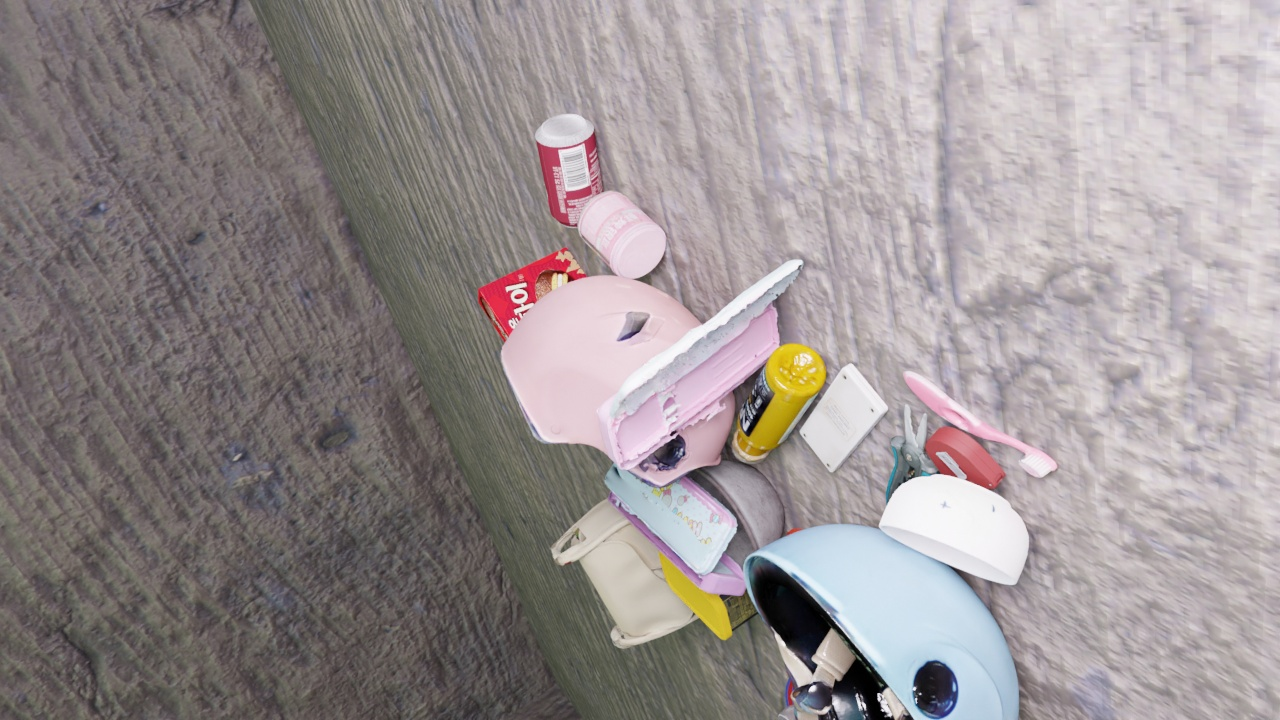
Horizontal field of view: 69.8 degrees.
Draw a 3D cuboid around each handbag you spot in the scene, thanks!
[{"bbox_3d":[0.012,0.289,1.237,0.132,0.183,0.229,26,149,59],"label":"handbag"}]

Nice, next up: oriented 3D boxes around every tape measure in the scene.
[{"bbox_3d":[0.235,0.074,0.681,0.051,0.019,0.059,45,167,-3],"label":"tape measure"}]

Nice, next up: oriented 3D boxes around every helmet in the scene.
[{"bbox_3d":[0.204,0.241,0.774,0.265,0.166,0.226,56,161,-11],"label":"helmet"},{"bbox_3d":[-0.006,0.005,0.931,0.255,0.153,0.230,25,-164,-17],"label":"helmet"}]

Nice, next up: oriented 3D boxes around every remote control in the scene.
[{"bbox_3d":[0.179,0.054,0.819,0.050,0.011,0.136,54,158,19],"label":"remote control"}]

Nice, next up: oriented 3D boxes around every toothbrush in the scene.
[{"bbox_3d":[0.238,0.044,0.662,0.135,0.016,0.022,40,156,44],"label":"toothbrush"}]

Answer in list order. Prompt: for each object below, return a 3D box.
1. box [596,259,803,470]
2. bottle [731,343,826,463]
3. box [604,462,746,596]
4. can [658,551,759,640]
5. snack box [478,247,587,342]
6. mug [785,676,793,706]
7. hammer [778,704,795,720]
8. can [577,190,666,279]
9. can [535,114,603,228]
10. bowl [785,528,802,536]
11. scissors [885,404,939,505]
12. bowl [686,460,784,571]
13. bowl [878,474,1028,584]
[{"bbox_3d":[0.048,-0.002,0.782,0.059,0.201,0.156,42,153,26],"label":"box"},{"bbox_3d":[0.125,0.049,0.879,0.053,0.053,0.186,54,158,19],"label":"bottle"},{"bbox_3d":[0.048,0.170,1.050,0.214,0.089,0.092,35,104,50],"label":"box"},{"bbox_3d":[0.102,0.264,1.138,0.131,0.100,0.073,35,147,50],"label":"can"},{"bbox_3d":[-0.114,-0.054,1.193,0.152,0.132,0.036,55,159,17],"label":"snack box"},{"bbox_3d":[0.216,0.376,1.075,0.076,0.075,0.111,134,132,-69],"label":"mug"},{"bbox_3d":[0.299,0.443,0.931,0.331,0.119,0.031,43,154,21],"label":"hammer"},{"bbox_3d":[-0.019,-0.132,0.967,0.076,0.067,0.067,47,155,34],"label":"can"},{"bbox_3d":[-0.076,-0.207,1.007,0.063,0.063,0.114,43,153,40],"label":"can"},{"bbox_3d":[0.188,0.247,1.010,0.122,0.035,0.122,49,156,30],"label":"bowl"},{"bbox_3d":[0.226,0.100,0.757,0.150,0.019,0.121,64,162,-4],"label":"scissors"},{"bbox_3d":[0.113,0.168,1.039,0.145,0.067,0.145,49,156,30],"label":"bowl"},{"bbox_3d":[0.236,0.120,0.679,0.105,0.054,0.105,26,171,4],"label":"bowl"}]
